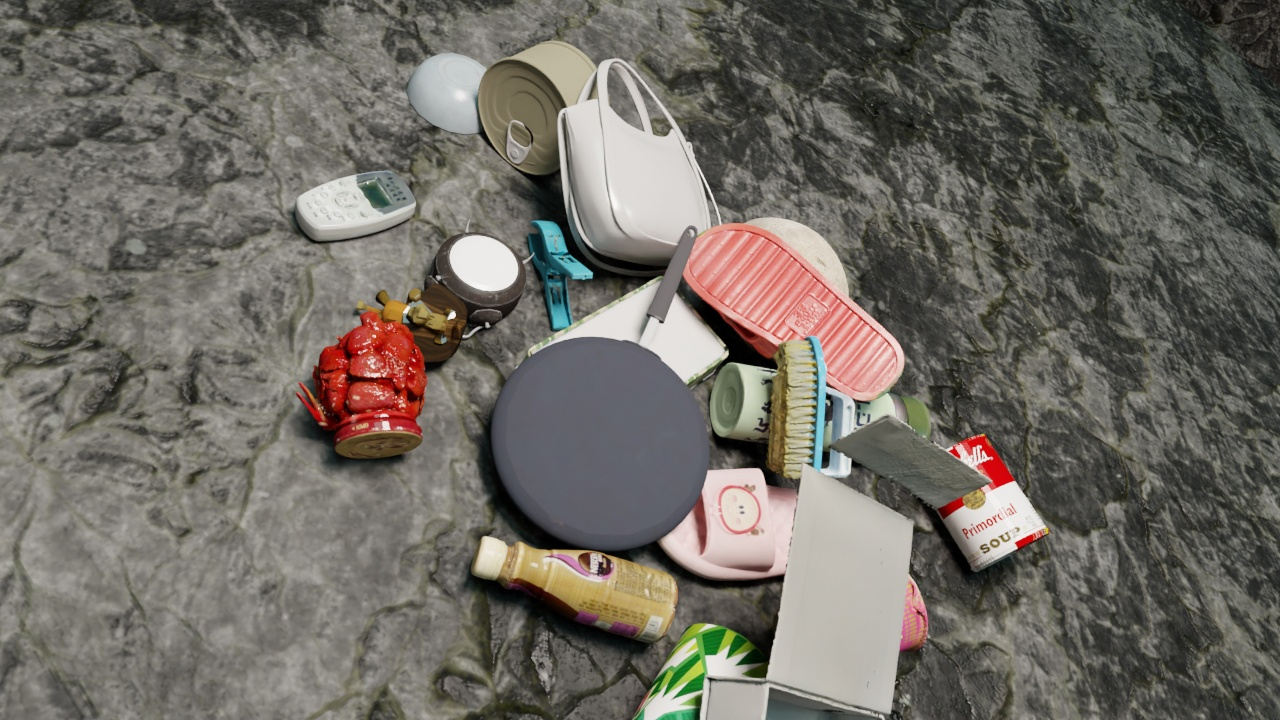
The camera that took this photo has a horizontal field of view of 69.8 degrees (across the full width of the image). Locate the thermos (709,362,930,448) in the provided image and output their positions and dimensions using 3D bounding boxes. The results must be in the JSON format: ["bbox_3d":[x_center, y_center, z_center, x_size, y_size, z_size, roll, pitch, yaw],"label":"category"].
[{"bbox_3d":[0.190,0.060,0.949,0.231,0.083,0.082,9,54,-21],"label":"thermos"}]

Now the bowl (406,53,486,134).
[{"bbox_3d":[-0.205,-0.307,1.030,0.106,0.039,0.106,13,53,-18],"label":"bowl"}]

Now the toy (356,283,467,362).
[{"bbox_3d":[-0.208,-0.038,0.829,0.100,0.063,0.076,17,73,-2],"label":"toy"}]

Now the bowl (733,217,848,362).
[{"bbox_3d":[0.173,-0.087,1.015,0.178,0.081,0.178,17,61,-33],"label":"bowl"}]

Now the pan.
[{"bbox_3d":[-0.005,0.005,0.845,0.198,0.021,0.355,26,60,-6],"label":"pan"}]

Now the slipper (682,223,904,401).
[{"bbox_3d":[0.153,-0.049,0.930,0.249,0.059,0.103,36,86,11],"label":"slipper"}]

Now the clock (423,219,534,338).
[{"bbox_3d":[-0.158,-0.080,0.891,0.091,0.044,0.122,27,50,-7],"label":"clock"}]

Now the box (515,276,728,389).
[{"bbox_3d":[-0.015,0.004,0.902,0.204,0.051,0.117,-34,81,-38],"label":"box"}]

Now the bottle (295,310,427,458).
[{"bbox_3d":[-0.229,0.020,0.761,0.098,0.099,0.111,0,68,-26],"label":"bottle"}]

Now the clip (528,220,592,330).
[{"bbox_3d":[-0.083,-0.103,0.923,0.027,0.103,0.119,-1,45,-31],"label":"clip"}]

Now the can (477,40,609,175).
[{"bbox_3d":[-0.105,-0.276,1.001,0.128,0.128,0.073,41,47,5],"label":"can"}]

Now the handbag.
[{"bbox_3d":[-0.005,-0.212,0.979,0.215,0.096,0.222,5,71,-49],"label":"handbag"}]

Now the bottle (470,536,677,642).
[{"bbox_3d":[-0.055,0.182,0.748,0.166,0.060,0.059,19,51,-13],"label":"bottle"}]

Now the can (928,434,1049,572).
[{"bbox_3d":[0.354,0.149,0.958,0.086,0.087,0.116,-12,63,-33],"label":"can"}]

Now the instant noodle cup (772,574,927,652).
[{"bbox_3d":[0.180,0.233,0.814,0.108,0.098,0.097,-17,67,-26],"label":"instant noodle cup"}]

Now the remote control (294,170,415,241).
[{"bbox_3d":[-0.277,-0.150,0.891,0.114,0.028,0.060,-23,70,-37],"label":"remote control"}]

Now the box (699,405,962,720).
[{"bbox_3d":[0.140,0.234,0.690,0.166,0.099,0.367,29,67,-38],"label":"box"}]

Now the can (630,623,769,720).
[{"bbox_3d":[0.038,0.283,0.707,0.083,0.083,0.143,38,49,2],"label":"can"}]

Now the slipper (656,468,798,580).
[{"bbox_3d":[0.107,0.152,0.854,0.221,0.056,0.106,10,56,-21],"label":"slipper"}]

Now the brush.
[{"bbox_3d":[0.163,0.044,0.864,0.075,0.055,0.136,-1,100,-15],"label":"brush"}]
